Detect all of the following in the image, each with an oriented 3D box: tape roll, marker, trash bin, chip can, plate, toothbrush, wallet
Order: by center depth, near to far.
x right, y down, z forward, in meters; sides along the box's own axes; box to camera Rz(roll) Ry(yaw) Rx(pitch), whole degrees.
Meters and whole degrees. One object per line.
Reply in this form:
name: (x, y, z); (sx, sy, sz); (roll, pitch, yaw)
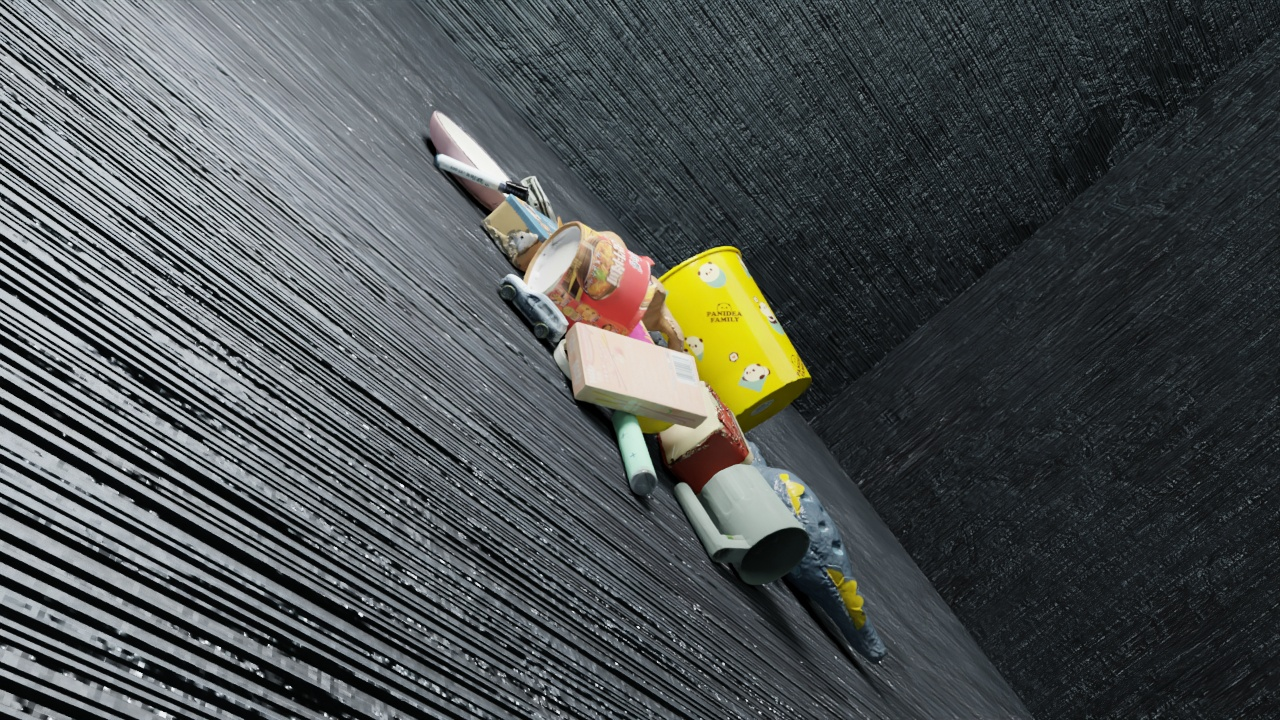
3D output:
toothbrush: (-0.014, 0.072, 0.946); (0.026, 0.027, 0.224); (41, 11, -22)
tape roll: (-0.055, 0.009, 0.990); (0.086, 0.014, 0.085); (34, 20, -14)
chip can: (-0.007, 0.007, 1.124); (0.071, 0.071, 0.210); (44, 9, -28)
marker: (-0.207, -0.241, 1.202); (0.130, 0.023, 0.018); (23, 27, -3)
plate: (-0.234, -0.268, 1.303); (0.192, 0.039, 0.192); (48, 8, -10)
wallet: (-0.136, -0.202, 1.380); (0.106, 0.037, 0.130); (-120, -170, -55)
trash bin: (0.140, -0.021, 1.544); (0.255, 0.230, 0.229); (58, 11, 17)

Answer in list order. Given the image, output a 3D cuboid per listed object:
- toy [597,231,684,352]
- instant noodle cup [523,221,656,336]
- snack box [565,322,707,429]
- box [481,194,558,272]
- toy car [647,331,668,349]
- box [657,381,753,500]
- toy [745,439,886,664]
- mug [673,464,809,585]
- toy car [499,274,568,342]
toy: (-0.017, -0.099, 1.360); (0.226, 0.082, 0.144); (46, -17, -20)
instant noodle cup: (-0.066, -0.088, 1.081); (0.108, 0.138, 0.137); (33, 15, -30)
snack box: (-0.003, 0.017, 0.972); (0.157, 0.026, 0.084); (16, 46, -31)
box: (-0.138, -0.155, 1.227); (0.090, 0.059, 0.184); (51, 10, 11)
toy car: (0.012, -0.023, 1.416); (0.052, 0.045, 0.120); (-2, 36, -28)
box: (0.068, 0.084, 1.088); (0.077, 0.091, 0.168); (50, 8, -16)
toy: (0.197, 0.217, 1.173); (0.356, 0.091, 0.138); (58, 0, 39)
mug: (0.102, 0.170, 0.968); (0.123, 0.084, 0.103); (11, 29, -34)
toy car: (-0.115, -0.058, 0.990); (0.090, 0.034, 0.043); (47, 12, 0)
